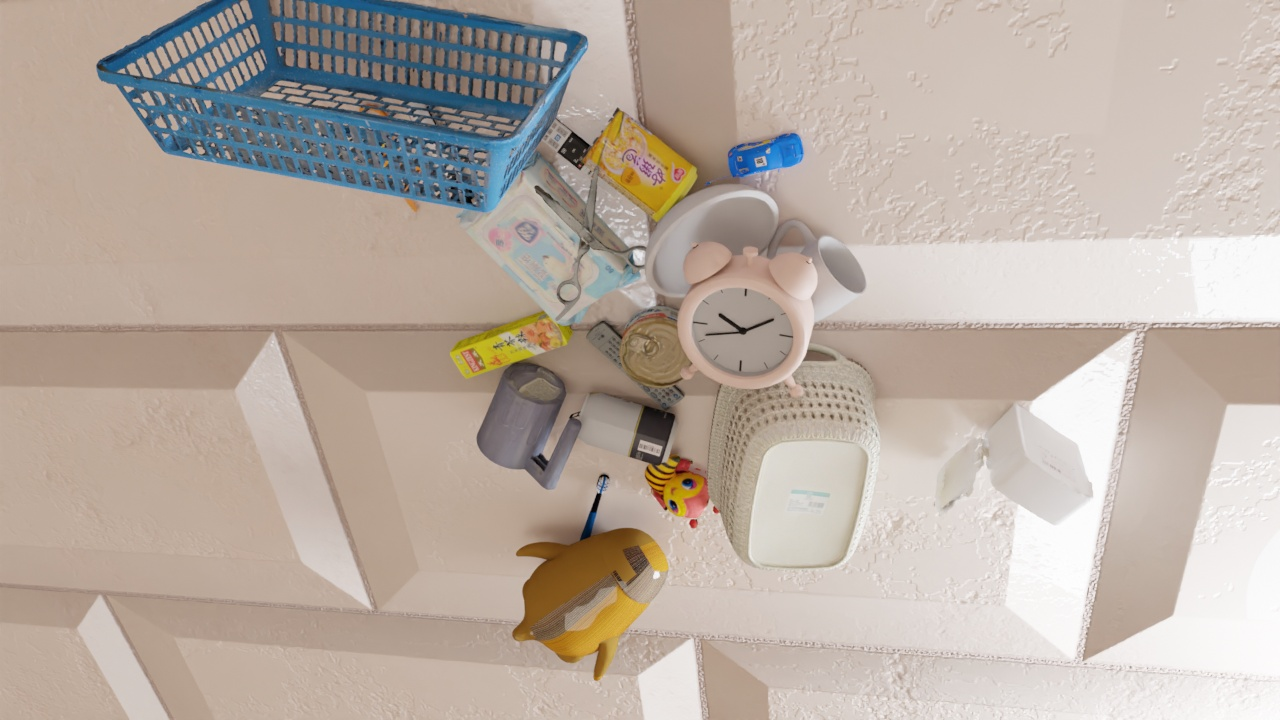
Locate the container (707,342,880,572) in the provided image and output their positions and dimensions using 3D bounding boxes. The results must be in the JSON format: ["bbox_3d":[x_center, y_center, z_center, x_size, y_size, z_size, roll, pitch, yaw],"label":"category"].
[{"bbox_3d":[0.174,0.119,1.029,0.184,0.142,0.247,1,122,-3],"label":"container"}]

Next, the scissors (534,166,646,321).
[{"bbox_3d":[-0.060,-0.113,0.939,0.141,0.014,0.174,22,117,-15],"label":"scissors"}]

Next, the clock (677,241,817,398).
[{"bbox_3d":[0.108,-0.045,0.924,0.131,0.086,0.161,9,132,14],"label":"clock"}]

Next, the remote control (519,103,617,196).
[{"bbox_3d":[-0.068,-0.220,0.955,0.124,0.011,0.028,37,122,-10],"label":"remote control"}]

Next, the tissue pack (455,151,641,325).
[{"bbox_3d":[-0.096,-0.124,0.986,0.112,0.069,0.182,-35,109,28],"label":"tissue pack"}]

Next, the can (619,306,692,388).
[{"bbox_3d":[0.020,-0.016,1.033,0.086,0.043,0.086,1,114,2],"label":"can"}]

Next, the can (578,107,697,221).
[{"bbox_3d":[-0.001,-0.196,0.922,0.105,0.067,0.068,37,122,-9],"label":"can"}]

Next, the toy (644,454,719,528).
[{"bbox_3d":[0.049,0.159,1.142,0.084,0.046,0.103,-34,105,35],"label":"toy"}]

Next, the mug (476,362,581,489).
[{"bbox_3d":[-0.129,0.078,1.098,0.124,0.083,0.104,41,124,24],"label":"mug"}]

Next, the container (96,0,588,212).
[{"bbox_3d":[-0.251,-0.244,0.843,0.362,0.256,0.089,11,130,6],"label":"container"}]

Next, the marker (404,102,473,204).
[{"bbox_3d":[-0.212,-0.221,0.980,0.025,0.025,0.126,-15,116,21],"label":"marker"}]

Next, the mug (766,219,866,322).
[{"bbox_3d":[0.167,-0.090,0.956,0.090,0.071,0.107,-38,79,38],"label":"mug"}]

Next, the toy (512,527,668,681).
[{"bbox_3d":[-0.052,0.292,1.191,0.204,0.162,0.198,-38,78,22],"label":"toy"}]

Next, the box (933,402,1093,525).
[{"bbox_3d":[0.394,0.133,1.008,0.126,0.108,0.137,31,122,-5],"label":"box"}]

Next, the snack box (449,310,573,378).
[{"bbox_3d":[-0.153,-0.021,1.087,0.148,0.028,0.040,-18,115,22],"label":"snack box"}]

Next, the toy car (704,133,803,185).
[{"bbox_3d":[0.112,-0.192,0.900,0.092,0.061,0.033,-9,118,18],"label":"toy car"}]

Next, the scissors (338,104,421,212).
[{"bbox_3d":[-0.283,-0.216,1.007,0.128,0.011,0.125,-16,115,23],"label":"scissors"}]

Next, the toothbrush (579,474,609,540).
[{"bbox_3d":[-0.067,0.215,1.221,0.014,0.014,0.168,13,123,-8],"label":"toothbrush"}]

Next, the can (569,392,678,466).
[{"bbox_3d":[-0.022,0.079,1.096,0.127,0.064,0.064,17,123,3],"label":"can"}]

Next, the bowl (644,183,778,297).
[{"bbox_3d":[0.065,-0.129,0.931,0.149,0.043,0.150,-21,150,-13],"label":"bowl"}]

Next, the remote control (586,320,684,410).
[{"bbox_3d":[-0.006,0.006,1.078,0.136,0.013,0.033,44,120,-14],"label":"remote control"}]
